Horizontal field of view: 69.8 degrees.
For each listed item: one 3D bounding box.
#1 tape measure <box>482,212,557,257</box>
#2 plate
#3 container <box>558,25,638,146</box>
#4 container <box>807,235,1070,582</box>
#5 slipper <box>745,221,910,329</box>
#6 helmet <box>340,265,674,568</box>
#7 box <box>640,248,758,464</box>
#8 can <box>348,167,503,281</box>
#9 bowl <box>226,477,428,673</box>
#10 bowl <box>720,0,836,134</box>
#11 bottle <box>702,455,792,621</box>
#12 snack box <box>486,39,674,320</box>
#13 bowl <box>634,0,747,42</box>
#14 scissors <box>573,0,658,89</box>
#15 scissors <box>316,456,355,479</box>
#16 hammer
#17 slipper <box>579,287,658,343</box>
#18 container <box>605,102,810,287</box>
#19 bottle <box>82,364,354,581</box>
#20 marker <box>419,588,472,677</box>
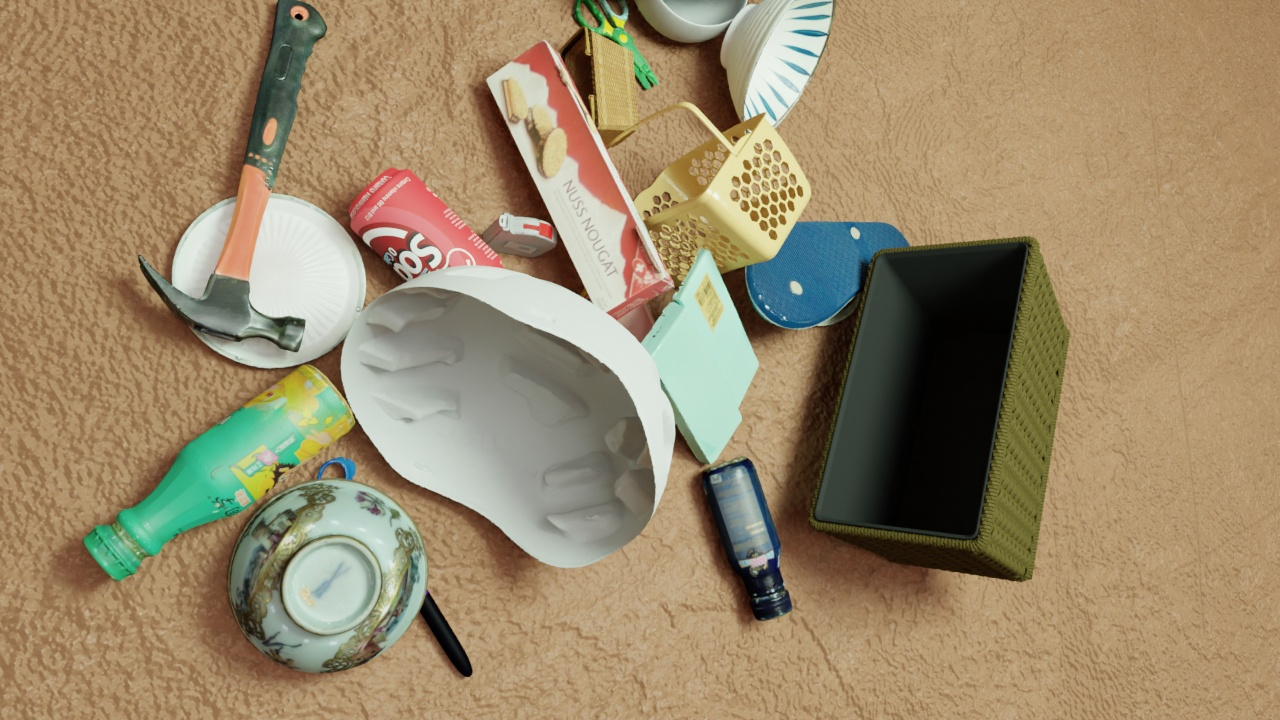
[{"bbox_3d":[-0.115,-0.117,0.877,0.062,0.060,0.020,8,75,-27],"label":"tape measure"},{"bbox_3d":[-0.320,-0.070,0.797,0.156,0.014,0.156,6,76,-24],"label":"plate"},{"bbox_3d":[-0.043,-0.276,0.948,0.061,0.063,0.114,2,78,-32],"label":"container"},{"bbox_3d":[0.333,0.066,0.963,0.205,0.177,0.320,37,63,-42],"label":"container"},{"bbox_3d":[0.205,-0.099,1.026,0.294,0.060,0.118,-16,80,-40],"label":"slipper"},{"bbox_3d":[-0.108,0.036,0.764,0.282,0.225,0.183,22,35,-17],"label":"helmet"},{"bbox_3d":[0.065,0.001,0.899,0.136,0.033,0.187,-55,141,-20],"label":"box"},{"bbox_3d":[-0.191,-0.103,0.831,0.142,0.075,0.074,45,64,-10],"label":"can"},{"bbox_3d":[-0.244,0.173,0.723,0.159,0.094,0.159,3,82,-18],"label":"bowl"},{"bbox_3d":[0.137,-0.343,1.011,0.071,0.178,0.176,34,63,19],"label":"bowl"},{"bbox_3d":[0.109,0.178,0.918,0.056,0.056,0.160,-17,86,-27],"label":"bottle"},{"bbox_3d":[-0.060,-0.173,0.874,0.077,0.044,0.272,-29,76,16],"label":"snack box"},{"bbox_3d":[0.047,-0.412,1.015,0.131,0.064,0.131,6,76,-24],"label":"bowl"},{"bbox_3d":[-0.017,-0.353,1.003,0.130,0.014,0.070,49,64,-7],"label":"scissors"},{"bbox_3d":[-0.276,0.138,0.776,0.133,0.015,0.104,-25,93,-22],"label":"scissors"},{"bbox_3d":[-0.328,-0.176,0.796,0.133,0.033,0.332,13,68,-20],"label":"hammer"},{"bbox_3d":[-0.005,0.005,0.891,0.093,0.082,0.197,-3,78,-27],"label":"slipper"},{"bbox_3d":[0.050,-0.170,0.898,0.167,0.184,0.129,42,65,-19],"label":"container"},{"bbox_3d":[-0.331,0.089,0.727,0.209,0.068,0.068,-41,97,-26],"label":"bottle"},{"bbox_3d":[-0.184,0.218,0.796,0.018,0.015,0.134,-34,94,-46],"label":"marker"}]
